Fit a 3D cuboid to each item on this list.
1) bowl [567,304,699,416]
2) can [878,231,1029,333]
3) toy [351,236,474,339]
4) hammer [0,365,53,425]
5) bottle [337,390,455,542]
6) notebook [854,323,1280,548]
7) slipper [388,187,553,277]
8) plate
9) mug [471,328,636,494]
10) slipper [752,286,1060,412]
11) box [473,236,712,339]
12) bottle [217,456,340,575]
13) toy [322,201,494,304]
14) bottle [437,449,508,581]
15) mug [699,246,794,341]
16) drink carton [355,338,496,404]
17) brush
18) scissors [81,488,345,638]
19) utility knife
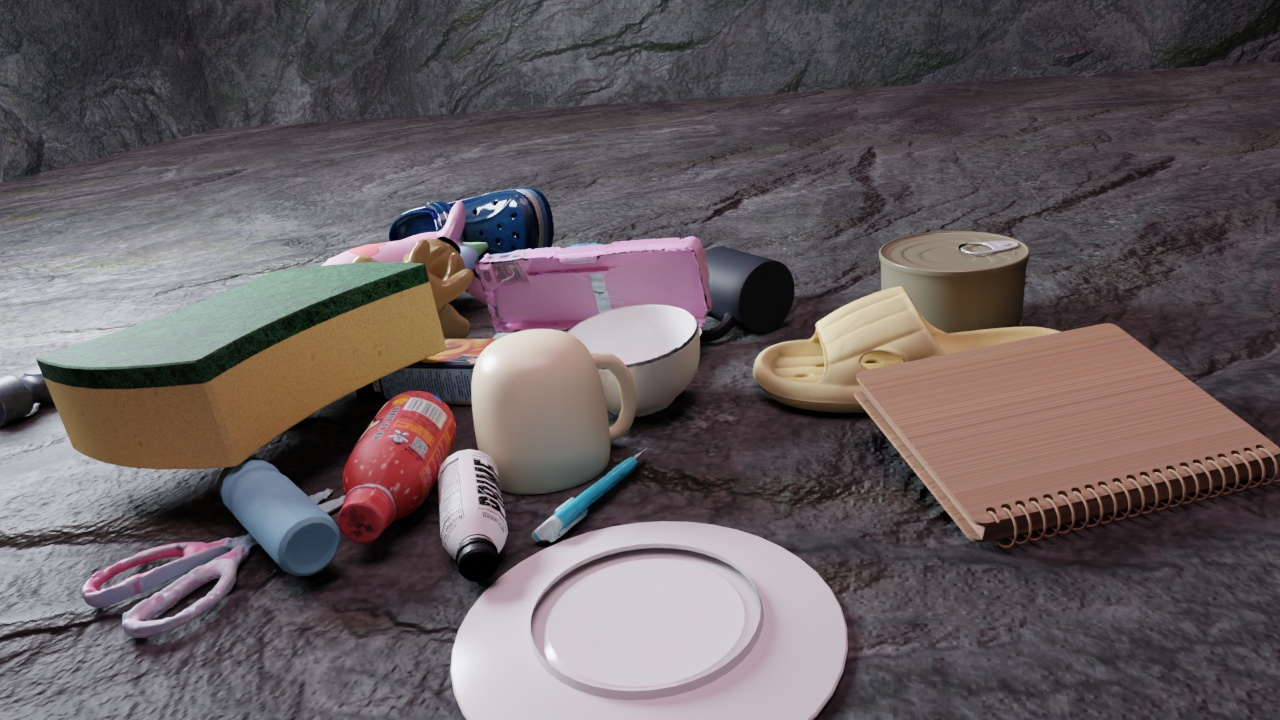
[{"bbox_3d":[-0.004,0.004,0.745,0.113,0.063,0.113,-8,27,4],"label":"bowl"},{"bbox_3d":[0.283,-0.066,0.837,0.128,0.073,0.127,-5,22,2],"label":"can"},{"bbox_3d":[-0.206,-0.072,0.877,0.134,0.105,0.108,34,-6,-17],"label":"toy"},{"bbox_3d":[-0.437,0.029,0.840,0.322,0.040,0.129,4,20,20],"label":"hammer"},{"bbox_3d":[-0.169,0.074,0.626,0.062,0.062,0.137,-4,22,5],"label":"bottle"},{"bbox_3d":[0.274,0.042,0.603,0.210,0.022,0.169,-10,35,-11],"label":"notebook"},{"bbox_3d":[-0.218,-0.145,1.113,0.253,0.105,0.095,-1,13,34],"label":"slipper"},{"bbox_3d":[0.003,0.138,0.488,0.208,0.015,0.208,-5,22,2],"label":"plate"},{"bbox_3d":[-0.062,0.027,0.662,0.120,0.100,0.096,-11,23,-13],"label":"mug"},{"bbox_3d":[0.220,-0.014,0.725,0.261,0.079,0.111,-3,26,6],"label":"slipper"},{"bbox_3d":[-0.057,-0.050,0.848,0.231,0.086,0.105,-1,30,23],"label":"box"},{"bbox_3d":[-0.237,0.095,0.591,0.040,0.040,0.130,-23,29,-35],"label":"bottle"},{"bbox_3d":[-0.268,-0.083,0.983,0.171,0.120,0.221,-8,19,21],"label":"toy"},{"bbox_3d":[-0.106,0.098,0.579,0.041,0.041,0.116,-10,23,-10],"label":"bottle"},{"bbox_3d":[0.086,-0.058,0.889,0.105,0.071,0.077,-44,36,-16],"label":"mug"},{"bbox_3d":[-0.187,0.009,0.817,0.130,0.040,0.064,1,23,17],"label":"drink carton"},{"bbox_3d":[-0.303,-0.006,0.723,0.195,0.075,0.249,1,22,31],"label":"brush"},{"bbox_3d":[-0.252,0.126,0.591,0.178,0.016,0.105,-20,26,-39],"label":"scissors"},{"bbox_3d":[-0.028,0.088,0.619,0.022,0.015,0.124,-42,-6,38],"label":"utility knife"}]
